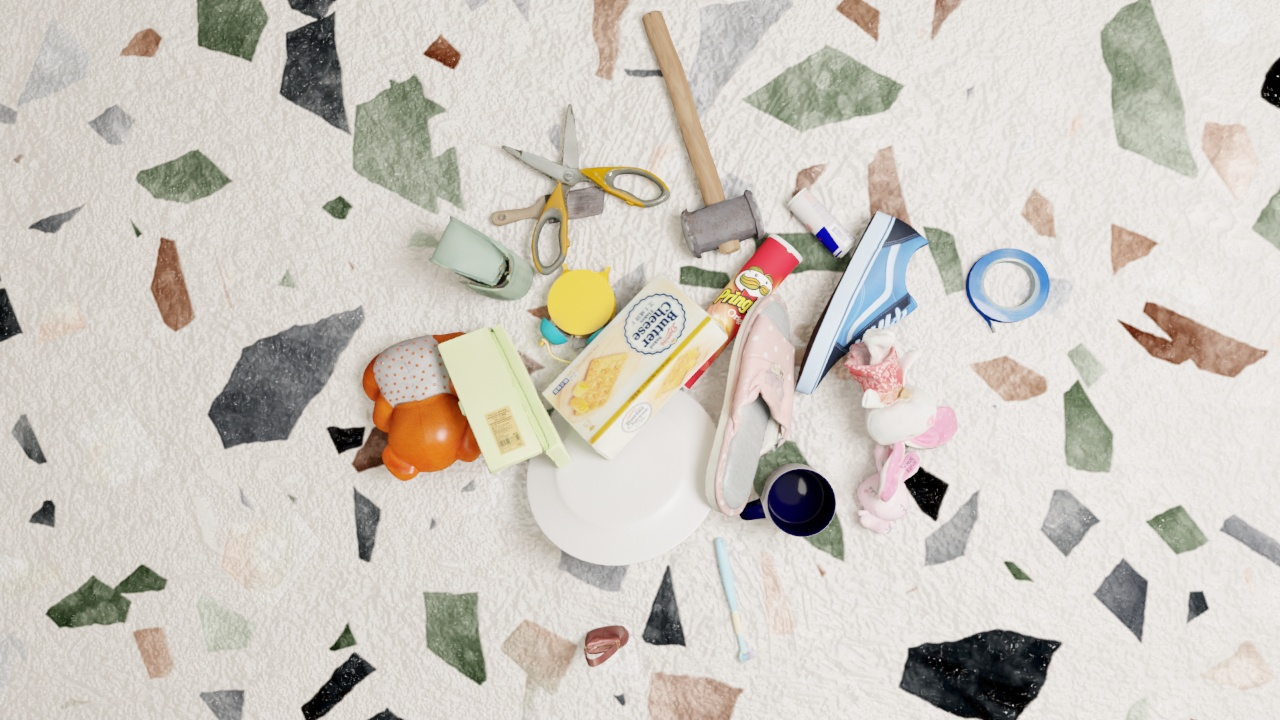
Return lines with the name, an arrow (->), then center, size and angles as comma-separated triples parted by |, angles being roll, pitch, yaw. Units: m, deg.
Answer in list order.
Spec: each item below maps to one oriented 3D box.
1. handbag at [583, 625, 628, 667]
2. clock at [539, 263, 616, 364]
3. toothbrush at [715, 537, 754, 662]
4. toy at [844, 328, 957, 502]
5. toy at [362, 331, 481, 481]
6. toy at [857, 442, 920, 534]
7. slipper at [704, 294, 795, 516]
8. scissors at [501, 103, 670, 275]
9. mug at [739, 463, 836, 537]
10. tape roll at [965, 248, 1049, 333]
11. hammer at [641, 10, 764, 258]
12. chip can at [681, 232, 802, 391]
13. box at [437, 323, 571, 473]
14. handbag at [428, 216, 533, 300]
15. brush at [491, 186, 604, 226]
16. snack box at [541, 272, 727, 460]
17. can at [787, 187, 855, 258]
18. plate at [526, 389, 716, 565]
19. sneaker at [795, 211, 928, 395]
handbag -> -0.047, 0.345, 1.094 | 0.055, 0.119, 0.029 | -12, 86, 5
clock -> -0.075, -0.058, 1.156 | 0.099, 0.044, 0.129 | 5, 81, 6
toothbrush -> 0.114, 0.295, 1.133 | 0.022, 0.016, 0.155 | -11, 86, -28
toy -> 0.296, 0.048, 1.064 | 0.158, 0.084, 0.194 | -34, 112, -29
toy -> -0.266, 0.058, 1.150 | 0.164, 0.093, 0.172 | -17, 73, 2
toy -> 0.298, 0.154, 1.107 | 0.063, 0.047, 0.110 | 18, 84, -5
slipper -> 0.140, 0.050, 1.074 | 0.055, 0.114, 0.274 | 4, 70, 37
scissors -> -0.082, -0.210, 1.162 | 0.225, 0.016, 0.229 | 20, 86, 5
mug -> 0.171, 0.168, 1.092 | 0.112, 0.097, 0.078 | -15, 86, 4
tape roll -> 0.447, -0.091, 1.117 | 0.093, 0.016, 0.091 | -30, 85, 3
hammer -> 0.065, -0.289, 1.153 | 0.098, 0.052, 0.328 | -17, 83, 5
chip can -> 0.110, -0.059, 1.131 | 0.052, 0.052, 0.215 | 41, 92, 6
box -> -0.155, 0.042, 1.095 | 0.066, 0.127, 0.188 | -51, 54, 36
handbag -> -0.193, -0.117, 1.128 | 0.106, 0.122, 0.067 | 28, 90, 6
brush -> -0.118, -0.195, 1.179 | 0.151, 0.012, 0.039 | -9, 85, 3
snack box -> -0.006, 0.006, 1.093 | 0.208, 0.057, 0.104 | -46, 57, 1
can -> 0.224, -0.169, 1.135 | 0.032, 0.032, 0.095 | -42, 84, 2
plate -> -0.022, 0.125, 1.096 | 0.243, 0.016, 0.242 | -7, 58, 11
sneaker -> 0.274, -0.056, 1.101 | 0.098, 0.083, 0.241 | 28, 87, 7
